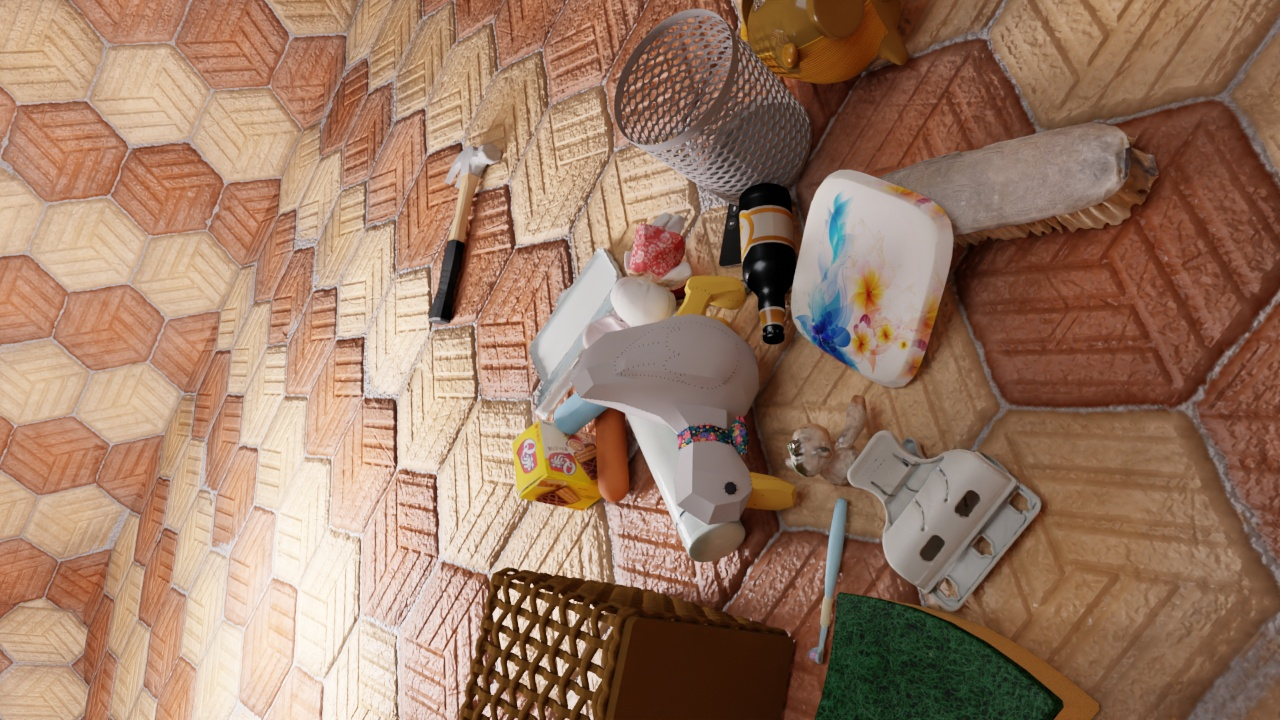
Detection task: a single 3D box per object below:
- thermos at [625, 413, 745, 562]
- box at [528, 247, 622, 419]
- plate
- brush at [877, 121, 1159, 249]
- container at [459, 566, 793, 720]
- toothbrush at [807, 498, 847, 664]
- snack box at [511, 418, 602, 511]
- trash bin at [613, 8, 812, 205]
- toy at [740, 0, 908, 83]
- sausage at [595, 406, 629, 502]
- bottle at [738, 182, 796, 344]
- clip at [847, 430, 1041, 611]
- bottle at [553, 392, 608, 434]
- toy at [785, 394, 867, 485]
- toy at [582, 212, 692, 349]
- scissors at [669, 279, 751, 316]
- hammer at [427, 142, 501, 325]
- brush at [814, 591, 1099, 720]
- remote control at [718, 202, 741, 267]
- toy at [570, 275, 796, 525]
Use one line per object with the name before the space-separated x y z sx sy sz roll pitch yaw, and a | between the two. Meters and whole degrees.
thermos | 0.043 0.115 1.026 0.068 0.067 0.230 -49 42 24
box | -0.086 -0.037 1.267 0.210 0.061 0.192 -53 23 20
plate | 0.213 -0.081 0.891 0.187 0.016 0.187 40 128 50
brush | 0.311 -0.149 0.828 0.272 0.056 0.083 -6 75 50
container | -0.022 0.354 0.879 0.215 0.219 0.251 1 75 50
toothbrush | 0.178 0.207 0.867 0.022 0.016 0.155 111 171 -81
snack box | -0.100 0.133 1.156 0.061 0.105 0.083 -39 48 33
trash bin | 0.088 -0.273 1.030 0.157 0.183 0.156 -16 64 36
toy | 0.186 -0.382 1.008 0.198 0.162 0.203 -42 24 -13
sausage | -0.036 0.096 1.147 0.039 0.044 0.164 -8 63 9
bottle | 0.141 -0.104 1.008 0.059 0.059 0.181 -23 58 43
clip | 0.251 0.123 0.788 0.125 0.074 0.144 -55 51 14
bottle | -0.053 0.043 1.122 0.130 0.040 0.040 -40 48 31
toy | 0.171 0.085 0.863 0.085 0.105 0.074 -40 68 43
toy | 0.010 -0.086 1.113 0.159 0.084 0.194 11 87 27
scissors | 0.060 -0.079 1.131 0.188 0.015 0.146 -45 45 27
hammer | -0.325 -0.224 1.631 0.131 0.039 0.327 -5 71 50
brush | 0.217 0.327 0.723 0.195 0.075 0.250 18 89 52
remote control | 0.123 -0.183 1.104 0.045 0.008 0.146 -3 72 49
toy | 0.050 0.041 0.964 0.141 0.246 0.266 107 175 -57
